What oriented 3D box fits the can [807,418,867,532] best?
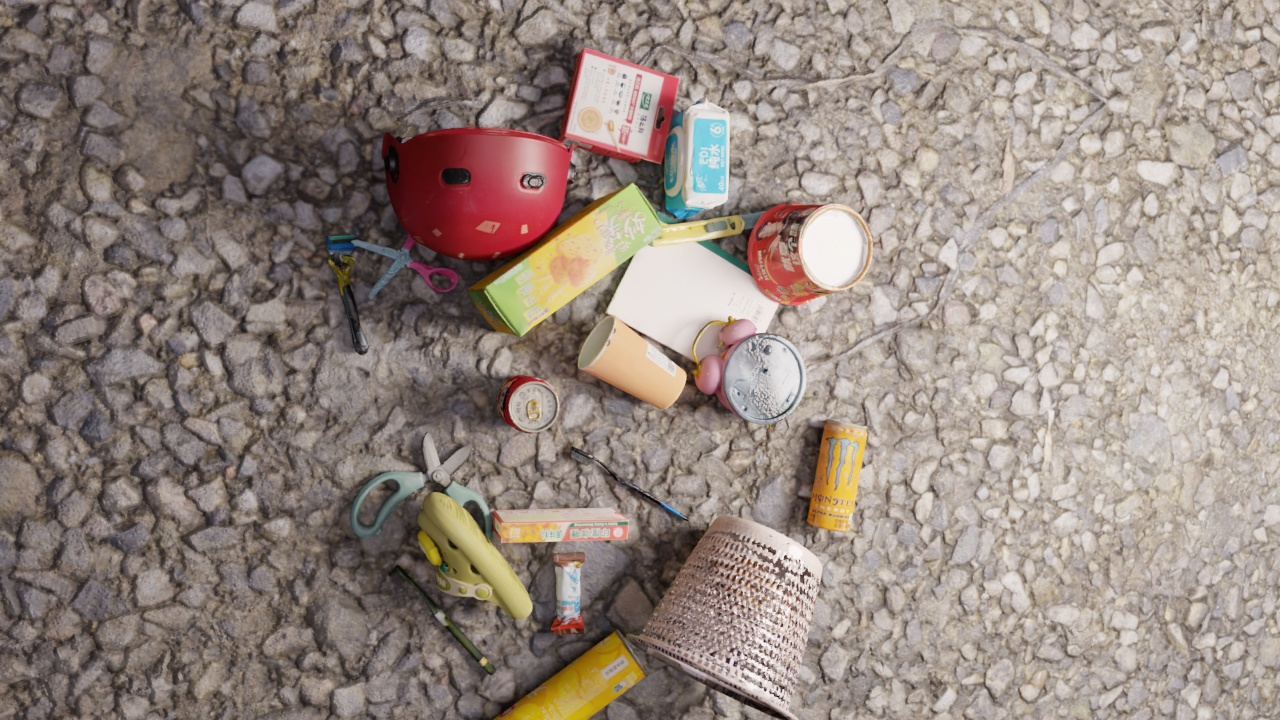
[{"bbox_3d":[0.266,0.155,1.239,0.058,0.058,0.146,10,89,-16],"label":"can"}]

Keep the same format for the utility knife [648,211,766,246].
[{"bbox_3d":[0.095,-0.174,1.195,0.212,0.022,0.031,-13,97,-27],"label":"utility knife"}]

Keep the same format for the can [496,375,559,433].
[{"bbox_3d":[-0.135,0.052,1.101,0.066,0.094,0.066,-1,92,-16],"label":"can"}]

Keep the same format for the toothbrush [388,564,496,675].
[{"bbox_3d":[-0.242,0.322,1.126,0.017,0.012,0.186,-40,102,-5],"label":"toothbrush"}]

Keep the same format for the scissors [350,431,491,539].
[{"bbox_3d":[-0.251,0.183,1.114,0.170,0.019,0.179,-39,101,-12],"label":"scissors"}]

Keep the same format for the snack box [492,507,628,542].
[{"bbox_3d":[-0.099,0.201,1.127,0.155,0.077,0.027,1,92,-16],"label":"snack box"}]

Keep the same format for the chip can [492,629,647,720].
[{"bbox_3d":[-0.097,0.425,1.141,0.213,0.072,0.072,-34,101,-12],"label":"chip can"}]

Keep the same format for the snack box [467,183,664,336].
[{"bbox_3d":[-0.092,-0.115,1.073,0.209,0.158,0.070,-37,103,-12],"label":"snack box"}]

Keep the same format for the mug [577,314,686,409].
[{"bbox_3d":[-0.007,0.007,1.150,0.122,0.078,0.078,32,83,-20],"label":"mug"}]

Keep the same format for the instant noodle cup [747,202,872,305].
[{"bbox_3d":[0.222,-0.142,1.182,0.137,0.109,0.138,-1,92,-21],"label":"instant noodle cup"}]

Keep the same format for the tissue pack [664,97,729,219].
[{"bbox_3d":[0.067,-0.251,1.149,0.063,0.090,0.140,0,93,-17],"label":"tissue pack"}]

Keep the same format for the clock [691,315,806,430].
[{"bbox_3d":[0.135,0.012,1.183,0.158,0.060,0.117,36,81,-17],"label":"clock"}]

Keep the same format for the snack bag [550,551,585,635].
[{"bbox_3d":[-0.091,0.295,1.161,0.048,0.026,0.104,3,92,-28],"label":"snack bag"}]

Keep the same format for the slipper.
[{"bbox_3d":[-0.204,0.243,1.076,0.081,0.092,0.190,-40,106,-10],"label":"slipper"}]

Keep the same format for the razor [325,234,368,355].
[{"bbox_3d":[-0.341,-0.075,1.076,0.042,0.022,0.143,-19,101,-53],"label":"razor"}]

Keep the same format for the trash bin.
[{"bbox_3d":[0.123,0.310,1.139,0.227,0.228,0.191,32,71,-15],"label":"trash bin"}]

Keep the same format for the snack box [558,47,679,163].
[{"bbox_3d":[-0.027,-0.312,1.142,0.127,0.044,0.113,13,88,-15],"label":"snack box"}]

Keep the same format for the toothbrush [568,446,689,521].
[{"bbox_3d":[-0.013,0.163,1.184,0.189,0.014,0.016,34,84,-16],"label":"toothbrush"}]

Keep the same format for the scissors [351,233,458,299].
[{"bbox_3d":[-0.274,-0.121,1.093,0.135,0.017,0.133,40,78,-19],"label":"scissors"}]

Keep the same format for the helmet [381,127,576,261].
[{"bbox_3d":[-0.176,-0.180,1.010,0.206,0.240,0.144,-2,100,-19],"label":"helmet"}]

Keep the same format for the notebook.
[{"bbox_3d":[0.076,-0.079,1.198,0.209,0.012,0.150,29,83,-16],"label":"notebook"}]
